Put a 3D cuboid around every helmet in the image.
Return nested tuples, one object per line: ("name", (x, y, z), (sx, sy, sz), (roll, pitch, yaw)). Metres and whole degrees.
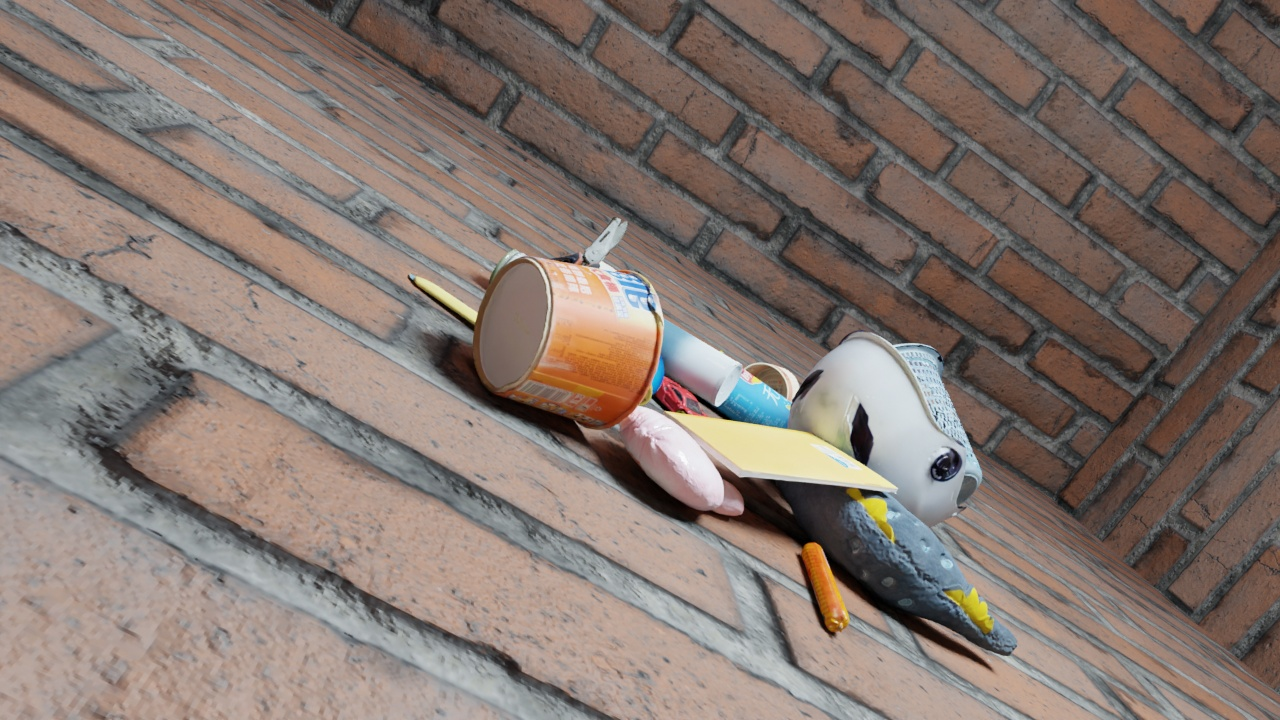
("helmet", (0.258, 0.105, 1.095), (0.229, 0.145, 0.259), (47, -16, 50))

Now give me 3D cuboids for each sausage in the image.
("sausage", (0.168, 0.205, 0.841), (0.021, 0.021, 0.165), (33, 11, -6))

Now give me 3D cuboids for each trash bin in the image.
("trash bin", (0.371, 0.120, 1.307), (0.226, 0.227, 0.195), (23, 35, -44))

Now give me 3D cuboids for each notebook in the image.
("notebook", (0.141, 0.092, 0.933), (0.206, 0.010, 0.146), (10, 14, -33))

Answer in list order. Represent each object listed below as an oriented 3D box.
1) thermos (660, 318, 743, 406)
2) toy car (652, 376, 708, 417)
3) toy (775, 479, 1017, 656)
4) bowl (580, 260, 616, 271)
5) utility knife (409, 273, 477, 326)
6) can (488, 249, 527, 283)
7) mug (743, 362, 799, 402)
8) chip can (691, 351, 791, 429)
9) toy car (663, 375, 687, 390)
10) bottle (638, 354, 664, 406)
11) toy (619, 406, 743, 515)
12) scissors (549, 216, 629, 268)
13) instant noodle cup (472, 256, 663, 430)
("thermos", (0.026, -0.021, 1.196), (0.220, 0.070, 0.070), (31, 10, 20))
("toy car", (0.051, 0.054, 1.107), (0.049, 0.031, 0.106), (21, 20, -46))
("toy", (0.246, 0.188, 0.965), (0.356, 0.091, 0.138), (40, 2, 17))
("bowl", (-0.050, -0.095, 1.334), (0.116, 0.066, 0.116), (34, 12, -9))
("utility knife", (-0.172, -0.047, 0.928), (0.163, 0.018, 0.031), (38, 8, 9))
("can", (-0.107, -0.069, 1.093), (0.147, 0.058, 0.058), (36, 12, 7))
("mug", (0.209, 0.054, 1.406), (0.114, 0.082, 0.105), (32, 9, 19))
("chip can", (0.175, 0.075, 1.262), (0.210, 0.071, 0.071), (35, 12, 1))
("toy car", (0.053, 0.013, 1.270), (0.056, 0.037, 0.122), (30, 23, 7))
("bottle", (-0.006, 0.006, 1.056), (0.065, 0.065, 0.218), (32, 13, -10))
("toy", (0.040, 0.098, 0.843), (0.121, 0.054, 0.159), (46, 5, 41))
("scissors", (-0.084, -0.145, 1.274), (0.193, 0.015, 0.206), (-2, 49, -16))
("instant noodle cup", (-0.070, -0.020, 0.807), (0.111, 0.151, 0.151), (14, 22, -39))
